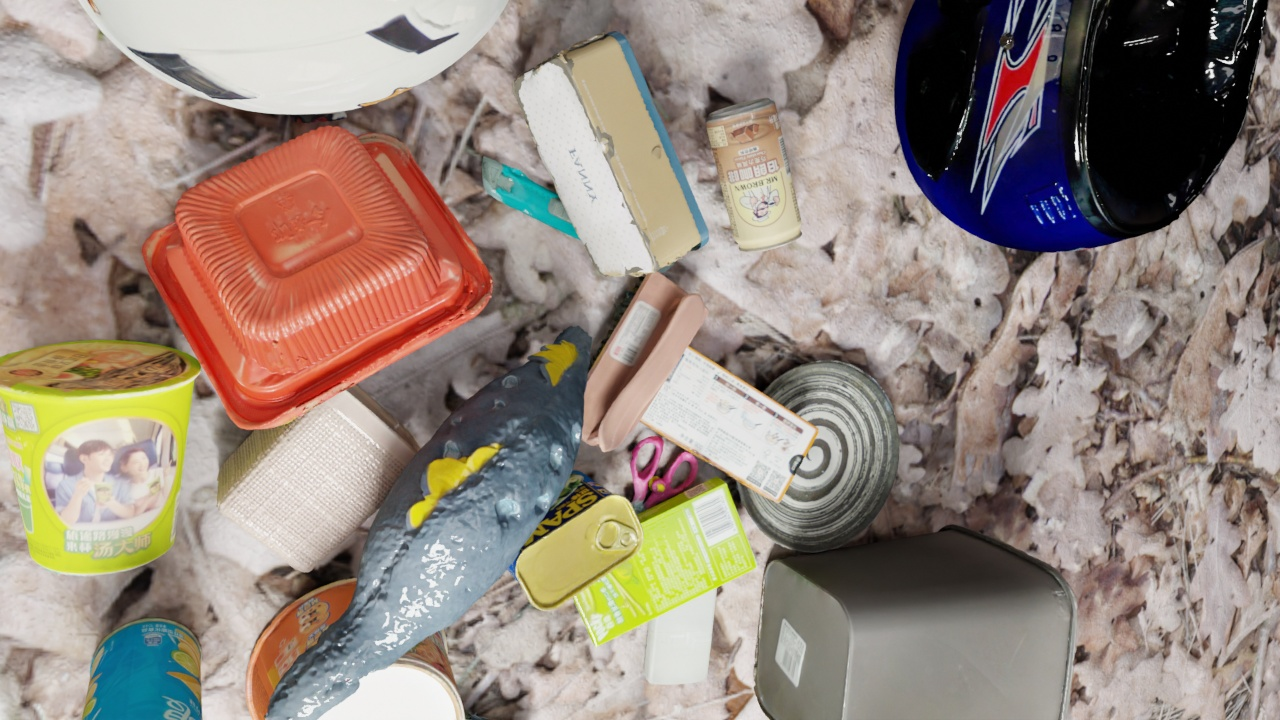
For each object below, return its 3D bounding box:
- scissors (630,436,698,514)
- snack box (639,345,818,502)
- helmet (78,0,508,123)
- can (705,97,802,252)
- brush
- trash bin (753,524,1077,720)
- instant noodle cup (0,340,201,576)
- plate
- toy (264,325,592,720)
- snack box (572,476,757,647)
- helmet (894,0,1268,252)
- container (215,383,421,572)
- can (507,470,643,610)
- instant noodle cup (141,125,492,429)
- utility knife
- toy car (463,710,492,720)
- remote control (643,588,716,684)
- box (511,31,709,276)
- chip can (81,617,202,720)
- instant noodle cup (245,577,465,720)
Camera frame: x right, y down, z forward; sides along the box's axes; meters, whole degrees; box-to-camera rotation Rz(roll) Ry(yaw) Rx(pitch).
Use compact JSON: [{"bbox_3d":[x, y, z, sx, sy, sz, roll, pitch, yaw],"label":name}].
[{"bbox_3d":[-0.008,0.126,0.785,0.073,0.017,0.137,39,85,-27],"label":"scissors"},{"bbox_3d":[0.074,0.054,0.787,0.153,0.026,0.075,32,83,-16],"label":"snack box"},{"bbox_3d":[-0.188,-0.240,0.516,0.273,0.157,0.230,-20,125,-14],"label":"helmet"},{"bbox_3d":[0.095,-0.152,0.758,0.058,0.058,0.116,-23,109,-21],"label":"can"},{"bbox_3d":[-0.004,0.004,0.730,0.063,0.073,0.145,34,85,-28],"label":"brush"},{"bbox_3d":[0.238,0.266,0.843,0.219,0.199,0.199,2,97,-19],"label":"trash bin"},{"bbox_3d":[-0.332,0.061,0.564,0.111,0.112,0.123,0,107,-27],"label":"instant noodle cup"},{"bbox_3d":[0.163,0.087,0.852,0.179,0.024,0.179,-2,97,-21],"label":"plate"},{"bbox_3d":[-0.112,0.089,0.605,0.091,0.138,0.355,40,60,-9],"label":"toy"},{"bbox_3d":[0.015,0.170,0.777,0.156,0.026,0.086,-25,103,-9],"label":"snack box"},{"bbox_3d":[0.333,-0.250,0.750,0.246,0.240,0.316,-13,115,-25],"label":"helmet"},{"bbox_3d":[-0.221,0.071,0.628,0.111,0.090,0.090,-46,116,-8],"label":"container"},{"bbox_3d":[-0.062,0.137,0.719,0.102,0.083,0.057,-31,112,-19],"label":"can"},{"bbox_3d":[-0.203,-0.067,0.575,0.188,0.079,0.164,-32,73,-19],"label":"instant noodle cup"},{"bbox_3d":[-0.046,-0.109,0.721,0.182,0.013,0.029,23,89,-29],"label":"utility knife"},{"bbox_3d":[-0.130,0.309,0.746,0.090,0.034,0.043,25,90,-26],"label":"toy car"},{"bbox_3d":[0.038,0.214,0.817,0.058,0.021,0.150,4,97,-17],"label":"remote control"},{"bbox_3d":[-0.020,-0.140,0.678,0.061,0.090,0.184,-37,112,-29],"label":"box"},{"bbox_3d":[-0.298,0.227,0.547,0.071,0.210,0.071,-5,102,-26],"label":"chip can"},{"bbox_3d":[-0.198,0.247,0.656,0.151,0.111,0.151,-5,101,-26],"label":"instant noodle cup"}]
